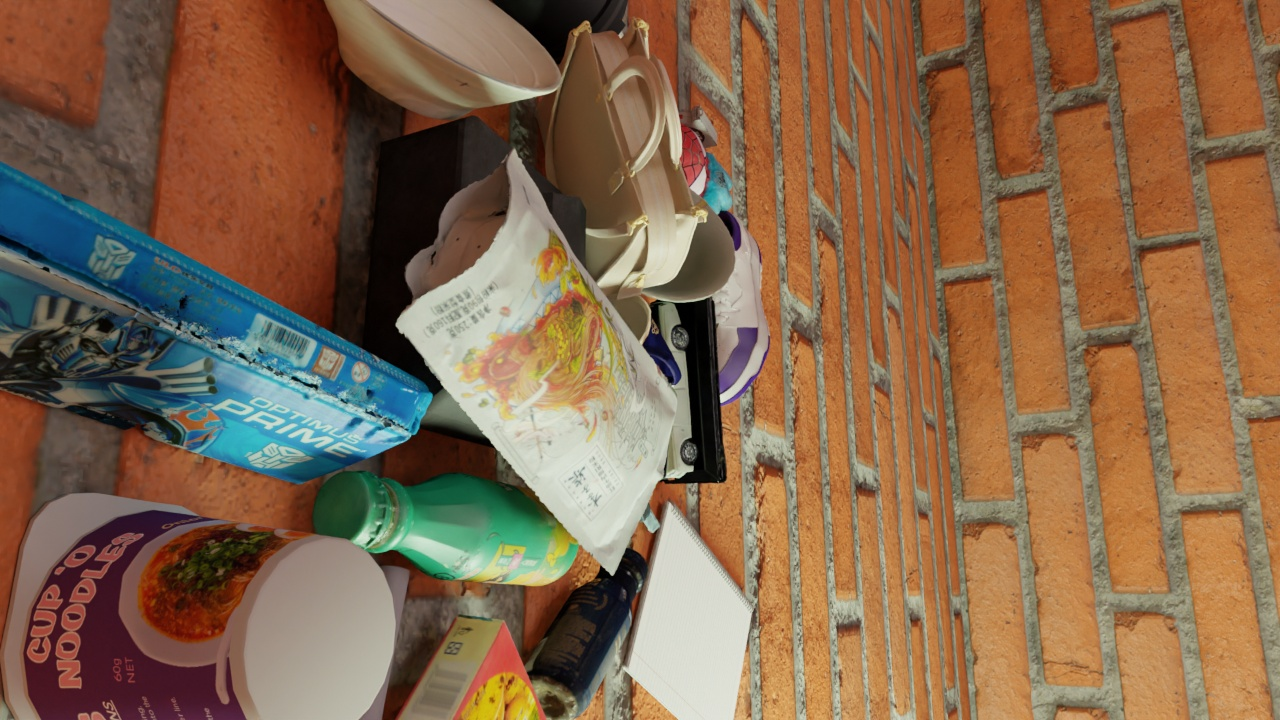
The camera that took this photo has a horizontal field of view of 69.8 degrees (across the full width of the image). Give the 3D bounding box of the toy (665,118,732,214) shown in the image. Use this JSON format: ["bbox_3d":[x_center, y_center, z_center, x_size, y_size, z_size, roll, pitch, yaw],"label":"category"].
[{"bbox_3d":[0.051,-0.202,0.979,0.132,0.062,0.092,20,70,-32],"label":"toy"}]

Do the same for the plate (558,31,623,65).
[{"bbox_3d":[-0.040,-0.277,0.896,0.157,0.014,0.156,24,62,-59],"label":"plate"}]

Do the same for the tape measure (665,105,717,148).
[{"bbox_3d":[0.049,-0.255,1.012,0.060,0.062,0.020,35,53,-62],"label":"tape measure"}]

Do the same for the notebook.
[{"bbox_3d":[0.058,0.282,0.951,0.246,0.013,0.177,56,39,-41],"label":"notebook"}]

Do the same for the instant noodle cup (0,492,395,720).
[{"bbox_3d":[-0.184,0.114,0.400,0.121,0.122,0.137,-55,131,-53],"label":"instant noodle cup"}]

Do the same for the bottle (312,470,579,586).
[{"bbox_3d":[-0.117,0.106,0.585,0.209,0.068,0.068,29,58,-60],"label":"bottle"}]

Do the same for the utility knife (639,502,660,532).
[{"bbox_3d":[-0.020,0.101,0.839,0.188,0.020,0.028,61,36,-37],"label":"utility knife"}]

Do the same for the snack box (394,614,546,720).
[{"bbox_3d":[-0.110,0.263,0.576,0.142,0.040,0.145,-63,146,-50],"label":"snack box"}]

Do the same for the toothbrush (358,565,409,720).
[{"bbox_3d":[-0.161,0.214,0.533,0.019,0.018,0.187,47,43,-56],"label":"toothbrush"}]

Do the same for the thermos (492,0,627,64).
[{"bbox_3d":[-0.104,-0.329,0.700,0.218,0.106,0.105,34,54,-50],"label":"thermos"}]

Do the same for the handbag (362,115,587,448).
[{"bbox_3d":[-0.087,-0.037,0.648,0.199,0.102,0.197,25,61,-59],"label":"handbag"}]

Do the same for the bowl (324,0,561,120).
[{"bbox_3d":[-0.141,-0.204,0.589,0.176,0.058,0.176,29,27,-16],"label":"bowl"}]

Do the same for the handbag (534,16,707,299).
[{"bbox_3d":[-0.011,-0.165,0.702,0.198,0.101,0.194,133,-58,-69],"label":"handbag"}]

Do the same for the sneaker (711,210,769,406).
[{"bbox_3d":[0.079,-0.072,1.000,0.111,0.092,0.243,49,38,-46],"label":"sneaker"}]

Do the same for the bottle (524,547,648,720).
[{"bbox_3d":[-0.039,0.211,0.730,0.160,0.056,0.056,-52,128,-54],"label":"bottle"}]

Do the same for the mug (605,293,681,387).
[{"bbox_3d":[-0.005,0.005,0.793,0.085,0.112,0.089,-53,137,-22],"label":"mug"}]

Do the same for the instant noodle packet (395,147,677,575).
[{"bbox_3d":[-0.043,0.012,0.578,0.269,0.057,0.146,56,50,-43],"label":"instant noodle packet"}]

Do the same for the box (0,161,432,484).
[{"bbox_3d":[-0.215,-0.001,0.420,0.243,0.092,0.085,38,71,-54],"label":"box"}]

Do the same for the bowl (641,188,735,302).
[{"bbox_3d":[0.000,-0.104,0.862,0.174,0.068,0.173,16,48,-19],"label":"bowl"}]

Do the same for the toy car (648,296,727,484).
[{"bbox_3d":[0.024,0.026,0.890,0.071,0.094,0.191,0,84,-37],"label":"toy car"}]
